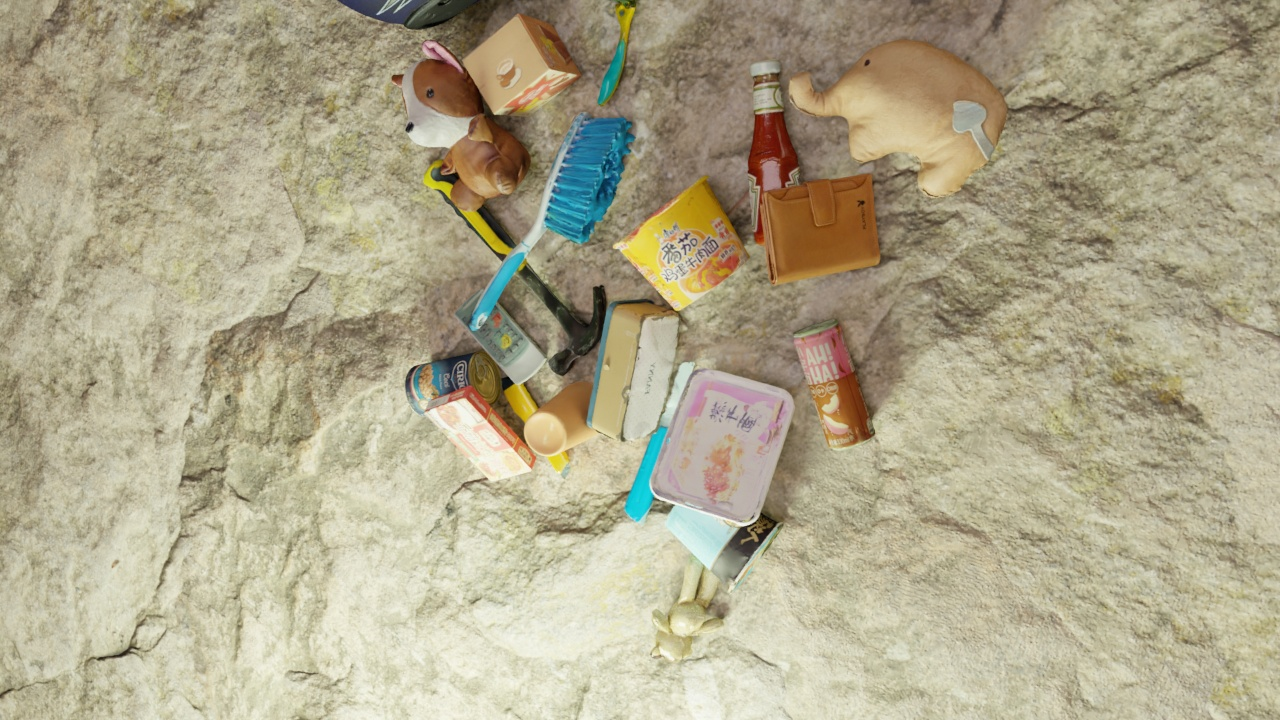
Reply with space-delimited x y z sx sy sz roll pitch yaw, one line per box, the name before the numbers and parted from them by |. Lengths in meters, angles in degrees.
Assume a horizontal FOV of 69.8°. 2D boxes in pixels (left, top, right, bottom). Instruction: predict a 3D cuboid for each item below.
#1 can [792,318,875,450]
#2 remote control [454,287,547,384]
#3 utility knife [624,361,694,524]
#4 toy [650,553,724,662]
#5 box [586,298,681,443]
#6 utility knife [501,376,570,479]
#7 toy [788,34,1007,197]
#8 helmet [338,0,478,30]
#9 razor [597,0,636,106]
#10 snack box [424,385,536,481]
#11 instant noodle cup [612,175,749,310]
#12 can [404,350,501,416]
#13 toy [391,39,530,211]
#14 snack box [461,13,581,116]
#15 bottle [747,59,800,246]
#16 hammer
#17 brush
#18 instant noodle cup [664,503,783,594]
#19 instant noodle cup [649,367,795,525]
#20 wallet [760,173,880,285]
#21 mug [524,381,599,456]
can | 0.227 0.029 1.079 0.058 0.057 0.147 -17 95 23
remote control | -0.188 -0.032 1.235 0.056 0.019 0.135 -42 85 6
utility knife | 0.027 0.106 1.192 0.034 0.018 0.237 24 110 16
toy | 0.061 0.327 1.211 0.105 0.066 0.157 12 106 -26
box | -0.007 0.007 1.140 0.061 0.089 0.184 20 106 36
utility knife | -0.141 0.090 1.253 0.033 0.015 0.164 -32 89 22
toy | 0.275 -0.275 0.982 0.226 0.082 0.143 30 100 15
helmet | -0.237 -0.517 1.028 0.316 0.239 0.247 -11 97 33
razor | -0.031 -0.371 1.103 0.043 0.028 0.133 24 107 39
snack box | -0.214 0.101 1.235 0.075 0.025 0.153 -17 127 28
instant noodle cup | 0.053 -0.132 1.074 0.138 0.137 0.110 -33 97 23
can | -0.257 0.033 1.252 0.111 0.075 0.075 -11 97 23
toy | -0.230 -0.285 1.131 0.140 0.130 0.199 -15 108 44
snack box | -0.142 -0.354 1.113 0.093 0.094 0.077 -30 90 23
bottle | 0.151 -0.236 1.050 0.060 0.059 0.206 -2 100 21
hammer | -0.167 -0.138 1.205 0.126 0.031 0.323 -44 84 23
brush | -0.113 -0.164 1.143 0.109 0.060 0.314 25 96 21
instant noodle cup | 0.098 0.211 1.148 0.120 0.111 0.111 37 112 16
instant noodle cup | 0.101 0.107 1.110 0.138 0.060 0.173 16 70 17
wallet | 0.202 -0.148 1.029 0.131 0.031 0.108 -11 102 -13
mug | -0.097 0.077 1.176 0.078 0.122 0.078 4 103 20
